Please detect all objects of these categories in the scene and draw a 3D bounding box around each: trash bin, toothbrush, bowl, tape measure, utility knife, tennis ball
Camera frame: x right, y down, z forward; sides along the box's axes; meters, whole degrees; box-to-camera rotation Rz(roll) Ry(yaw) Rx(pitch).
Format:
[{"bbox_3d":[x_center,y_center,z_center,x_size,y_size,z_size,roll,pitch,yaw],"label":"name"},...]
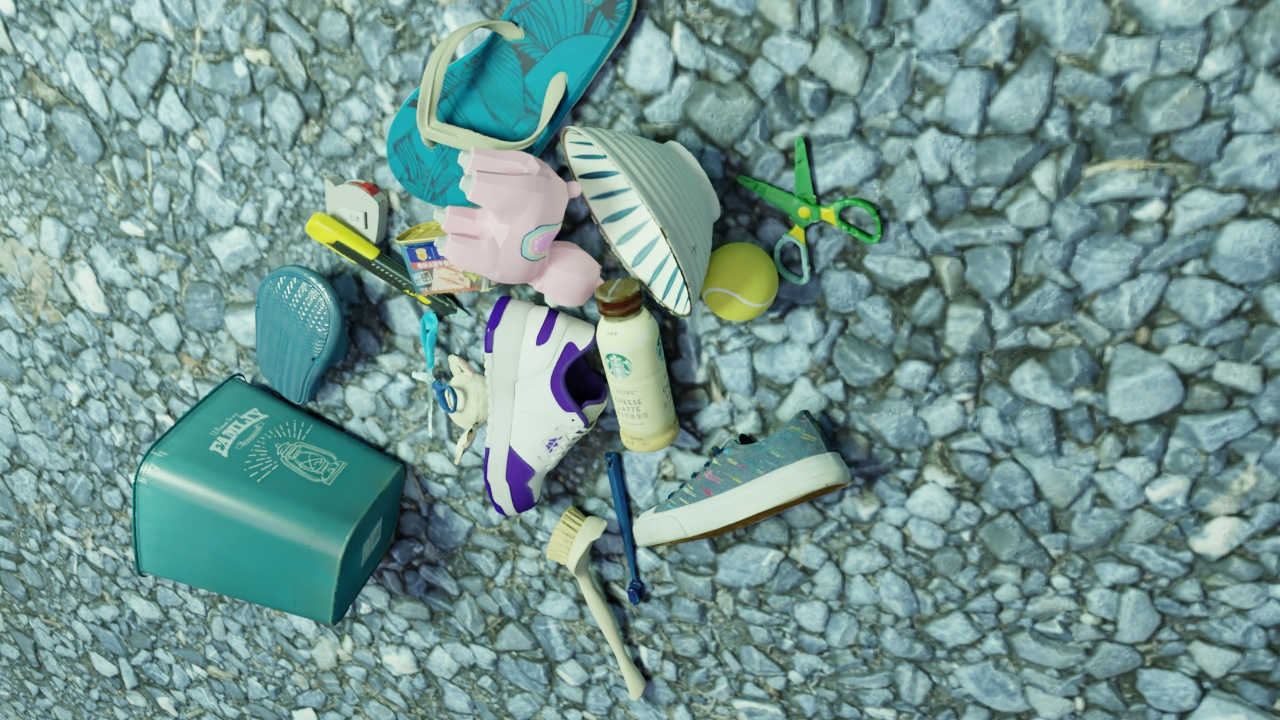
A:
[{"bbox_3d":[-0.396,0.162,1.010,0.218,0.196,0.200,21,125,2],"label":"trash bin"},{"bbox_3d":[-0.017,0.180,0.962,0.016,0.017,0.190,1,117,20],"label":"toothbrush"},{"bbox_3d":[0.014,-0.125,0.732,0.071,0.177,0.177,-35,104,-9],"label":"bowl"},{"bbox_3d":[-0.275,-0.144,0.885,0.062,0.020,0.060,15,122,13],"label":"tape measure"},{"bbox_3d":[-0.244,-0.087,0.892,0.174,0.020,0.029,32,143,-12],"label":"utility knife"},{"bbox_3d":[0.081,-0.065,0.759,0.065,0.065,0.065,10,120,17],"label":"tennis ball"}]

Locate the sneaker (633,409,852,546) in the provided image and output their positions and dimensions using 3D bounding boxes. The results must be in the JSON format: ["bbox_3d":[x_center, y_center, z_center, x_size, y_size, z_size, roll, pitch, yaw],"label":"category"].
[{"bbox_3d":[0.085,0.115,0.863,0.236,0.087,0.079,-28,70,35],"label":"sneaker"}]

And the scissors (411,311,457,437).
[{"bbox_3d":[-0.207,0.017,0.913,0.133,0.014,0.127,23,110,54],"label":"scissors"}]

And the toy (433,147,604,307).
[{"bbox_3d":[-0.092,-0.106,0.778,0.157,0.067,0.124,17,126,-27],"label":"toy"}]

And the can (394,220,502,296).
[{"bbox_3d":[-0.170,-0.096,0.850,0.100,0.053,0.059,-3,117,23],"label":"can"}]

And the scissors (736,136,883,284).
[{"bbox_3d":[0.132,-0.115,0.744,0.125,0.011,0.128,27,124,5],"label":"scissors"}]

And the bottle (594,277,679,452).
[{"bbox_3d":[-0.005,0.005,0.827,0.057,0.056,0.162,1,124,21],"label":"bottle"}]

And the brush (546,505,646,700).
[{"bbox_3d":[-0.040,0.273,1.006,0.077,0.061,0.272,6,125,37],"label":"brush"}]

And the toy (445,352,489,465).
[{"bbox_3d":[-0.172,0.044,0.916,0.087,0.050,0.112,-28,75,64],"label":"toy"}]

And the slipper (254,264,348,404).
[{"bbox_3d":[-0.354,-0.029,0.959,0.104,0.059,0.214,43,138,1],"label":"slipper"}]

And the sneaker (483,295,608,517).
[{"bbox_3d":[-0.088,0.052,0.886,0.111,0.091,0.245,7,125,3],"label":"sneaker"}]

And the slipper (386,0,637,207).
[{"bbox_3d":[-0.118,-0.220,0.759,0.118,0.060,0.296,46,124,-10],"label":"slipper"}]
